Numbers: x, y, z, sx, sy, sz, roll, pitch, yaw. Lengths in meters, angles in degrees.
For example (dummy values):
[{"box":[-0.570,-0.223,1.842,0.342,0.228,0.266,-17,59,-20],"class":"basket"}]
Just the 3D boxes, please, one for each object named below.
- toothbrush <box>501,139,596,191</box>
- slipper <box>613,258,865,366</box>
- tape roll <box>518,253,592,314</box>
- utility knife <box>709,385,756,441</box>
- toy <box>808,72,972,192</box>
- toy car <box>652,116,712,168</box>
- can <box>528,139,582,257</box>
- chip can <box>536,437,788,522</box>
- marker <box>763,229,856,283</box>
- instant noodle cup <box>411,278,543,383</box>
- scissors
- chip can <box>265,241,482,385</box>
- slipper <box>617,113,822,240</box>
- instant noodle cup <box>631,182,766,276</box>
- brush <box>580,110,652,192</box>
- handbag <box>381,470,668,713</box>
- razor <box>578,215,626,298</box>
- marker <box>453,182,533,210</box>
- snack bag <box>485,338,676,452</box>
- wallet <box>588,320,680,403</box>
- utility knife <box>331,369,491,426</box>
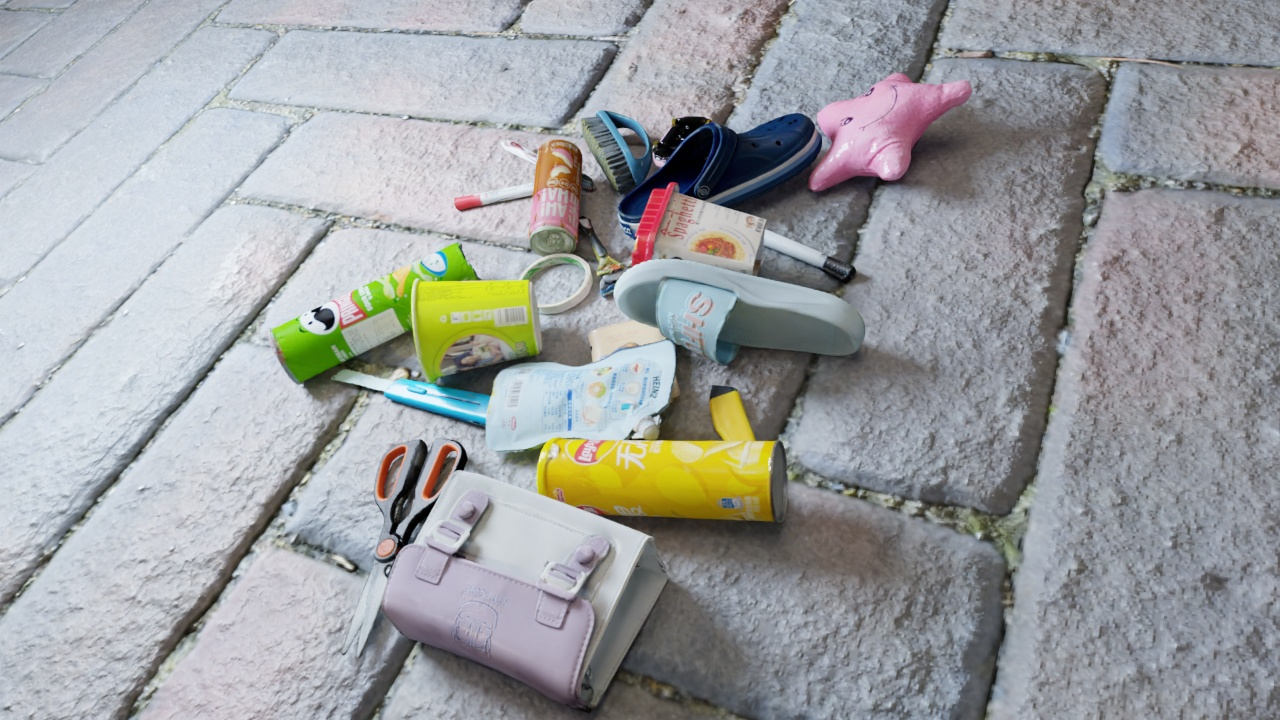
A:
[{"box":[-0.124,-0.259,1.200,0.188,0.017,0.016,32,68,34],"class":"toothbrush"},{"box":[0.092,-0.034,0.894,0.245,0.104,0.074,11,66,10],"class":"slipper"},{"box":[-0.098,-0.088,1.049,0.086,0.014,0.085,-8,49,9],"class":"tape roll"},{"box":[0.093,0.082,0.850,0.033,0.015,0.156,-21,49,6],"class":"utility knife"},{"box":[0.263,-0.264,1.060,0.194,0.074,0.179,-48,39,-10],"class":"toy"},{"box":[0.054,-0.271,1.150,0.056,0.037,0.122,9,41,18],"class":"toy car"},{"box":[-0.101,-0.196,1.101,0.058,0.058,0.147,-6,57,11],"class":"can"},{"box":[0.019,0.104,0.805,0.214,0.072,0.071,-1,50,19],"class":"chip can"},{"box":[0.173,-0.116,0.995,0.131,0.018,0.022,28,72,33],"class":"marker"},{"box":[-0.169,-0.038,0.973,0.123,0.112,0.111,-7,48,-2],"class":"instant noodle cup"},{"box":[-0.243,0.169,0.870,0.153,0.022,0.234,17,60,35],"class":"scissors"},{"box":[-0.294,-0.055,1.038,0.236,0.072,0.072,-27,49,-8],"class":"chip can"},{"box":[0.082,-0.227,1.058,0.253,0.095,0.105,-28,39,-2],"class":"slipper"},{"box":[0.063,-0.111,0.966,0.124,0.117,0.116,11,53,10],"class":"instant noodle cup"},{"box":[-0.025,-0.270,1.156,0.073,0.055,0.143,-24,48,-5],"class":"brush"},{"box":[-0.099,0.188,0.765,0.197,0.098,0.144,14,61,26],"class":"handbag"},{"box":[-0.048,-0.129,1.065,0.042,0.022,0.142,-22,48,-6],"class":"razor"},{"box":[-0.167,-0.214,1.174,0.145,0.017,0.017,-10,49,7],"class":"marker"},{"box":[-0.058,0.037,0.896,0.191,0.039,0.110,-6,48,22],"class":"snack bag"},{"box":[-0.006,0.005,0.939,0.087,0.024,0.115,-17,47,7],"class":"wallet"},{"box":[-0.244,0.035,0.983,0.225,0.018,0.034,11,55,25],"class":"utility knife"}]
